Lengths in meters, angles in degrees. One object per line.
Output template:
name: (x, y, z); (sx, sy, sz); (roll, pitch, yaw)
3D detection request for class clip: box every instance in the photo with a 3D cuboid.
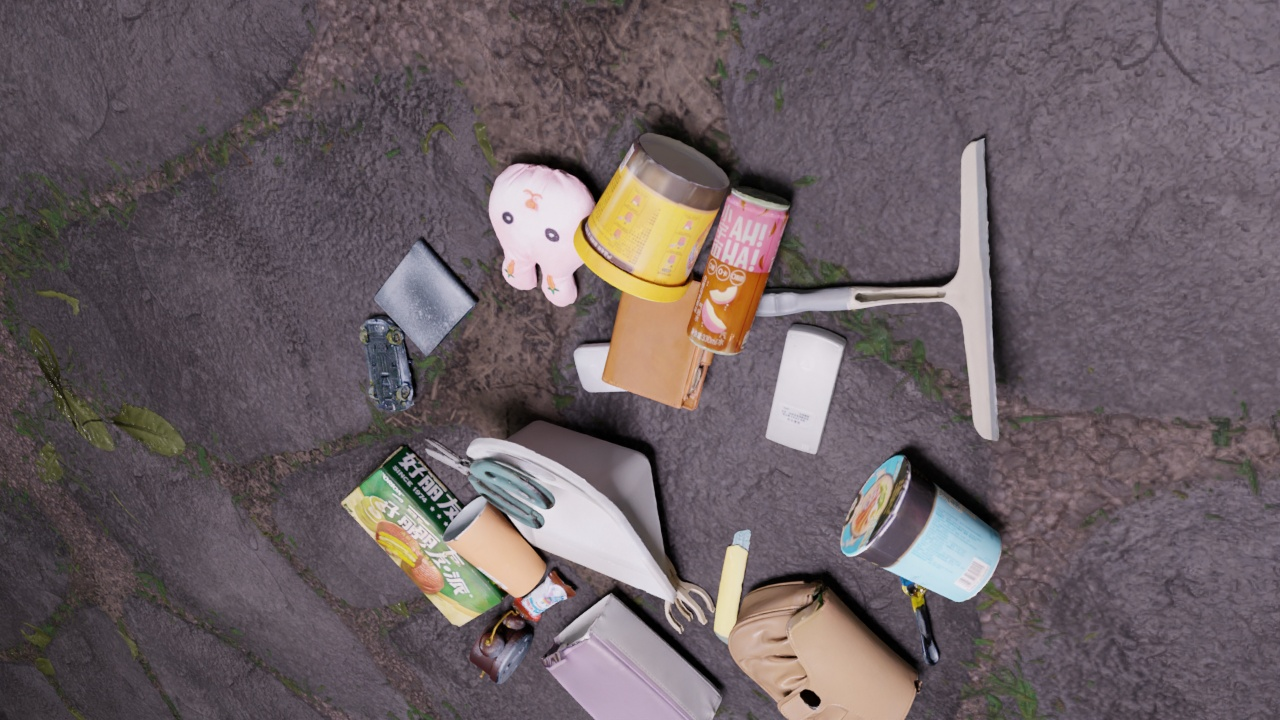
clip: (0.054, 0.274, 1.097); (0.089, 0.034, 0.104); (-8, 106, 35)

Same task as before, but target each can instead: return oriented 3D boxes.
can: (0.088, -0.081, 0.837); (0.058, 0.057, 0.147); (22, 112, 15)

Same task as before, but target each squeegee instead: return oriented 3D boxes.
squeegee: (0.194, -0.056, 0.828); (0.247, 0.039, 0.246); (-1, 99, 35)

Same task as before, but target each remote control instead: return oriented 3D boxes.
remote control: (-0.006, 0.006, 0.977); (0.136, 0.020, 0.056); (-3, 117, 26)
remote control: (0.162, 0.029, 0.905); (0.056, 0.019, 0.135); (18, 124, 18)

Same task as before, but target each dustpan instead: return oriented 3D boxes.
dustpan: (-0.091, 0.175, 1.033); (0.223, 0.142, 0.258); (15, 121, 30)

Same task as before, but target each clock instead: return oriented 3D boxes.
clock: (-0.190, 0.388, 1.257); (0.055, 0.081, 0.122); (30, 134, 17)

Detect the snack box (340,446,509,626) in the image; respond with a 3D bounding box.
snack box: (-0.278, 0.237, 1.227); (0.115, 0.063, 0.240); (-36, 97, 36)

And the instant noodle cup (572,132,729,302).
instant noodle cup: (0.014, -0.133, 0.832); (0.118, 0.118, 0.115); (33, 120, 7)

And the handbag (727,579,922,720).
handbag: (0.199, 0.339, 1.016); (0.204, 0.099, 0.148); (44, 125, -6)

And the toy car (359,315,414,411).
toy car: (-0.309, 0.004, 1.126); (0.054, 0.036, 0.121); (1, 108, 28)

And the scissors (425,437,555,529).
scissors: (-0.161, 0.141, 1.016); (0.175, 0.019, 0.177); (18, 152, 21)

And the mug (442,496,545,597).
mug: (-0.182, 0.242, 1.171); (0.078, 0.078, 0.123); (-30, 109, 36)

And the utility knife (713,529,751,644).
utility knife: (0.107, 0.267, 1.073); (0.031, 0.019, 0.175); (14, 124, 15)

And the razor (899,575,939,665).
razor: (0.299, 0.268, 0.973); (0.042, 0.022, 0.143); (-23, 116, -11)

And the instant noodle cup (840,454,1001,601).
instant noodle cup: (0.274, 0.168, 0.883); (0.120, 0.111, 0.111); (31, 128, -3)

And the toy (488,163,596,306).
toy: (-0.098, -0.125, 0.934); (0.121, 0.054, 0.160); (21, 133, 16)

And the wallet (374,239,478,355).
wallet: (-0.251, -0.071, 1.064); (0.097, 0.019, 0.121); (49, 129, -3)

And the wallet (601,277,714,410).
wallet: (0.023, -0.025, 0.920); (0.108, 0.031, 0.132); (18, 107, 16)

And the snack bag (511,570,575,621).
snack bag: (-0.128, 0.314, 1.217); (0.045, 0.026, 0.106); (48, 126, 0)

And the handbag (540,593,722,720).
handbag: (-0.014, 0.407, 1.168); (0.197, 0.098, 0.145); (44, 126, -3)
